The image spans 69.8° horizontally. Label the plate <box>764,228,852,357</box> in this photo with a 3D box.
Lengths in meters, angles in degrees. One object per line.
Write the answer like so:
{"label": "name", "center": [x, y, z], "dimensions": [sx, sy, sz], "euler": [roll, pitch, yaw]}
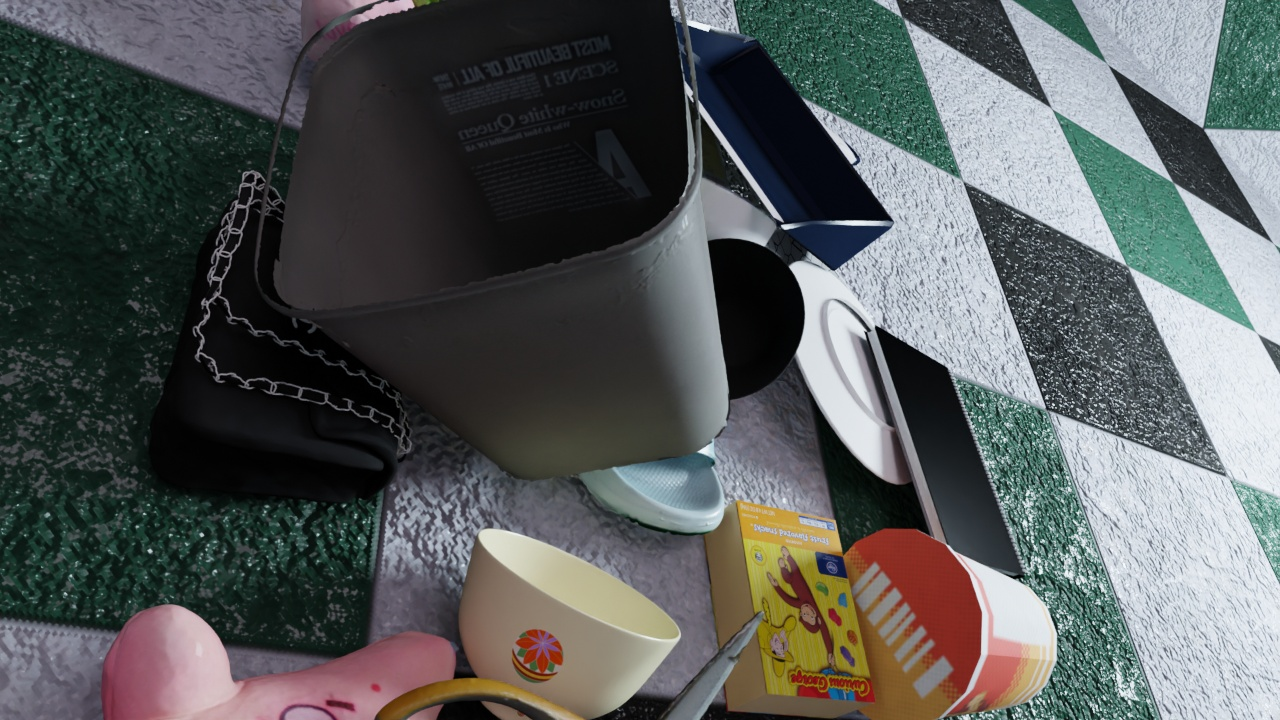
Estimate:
{"label": "plate", "center": [0.158, -0.027, 0.795], "dimensions": [0.188, 0.016, 0.188], "euler": [34, 40, -35]}

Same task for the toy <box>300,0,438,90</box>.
{"label": "toy", "center": [-0.143, -0.235, 0.694], "dimensions": [0.237, 0.088, 0.190], "euler": [3, 51, -43]}

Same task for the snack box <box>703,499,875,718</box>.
{"label": "snack box", "center": [0.096, 0.165, 0.609], "dimensions": [0.088, 0.040, 0.125], "euler": [16, 50, -29]}

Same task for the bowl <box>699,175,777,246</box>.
{"label": "bowl", "center": [0.047, -0.109, 0.746], "dimensions": [0.113, 0.063, 0.113], "euler": [27, 3, -2]}

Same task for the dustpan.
{"label": "dustpan", "center": [0.134, -0.201, 0.826], "dimensions": [0.236, 0.080, 0.272], "euler": [59, 18, 18]}

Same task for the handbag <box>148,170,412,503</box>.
{"label": "handbag", "center": [-0.171, -0.012, 0.484], "dimensions": [0.125, 0.115, 0.153], "euler": [20, 46, -31]}

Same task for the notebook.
{"label": "notebook", "center": [0.262, 0.080, 0.790], "dimensions": [0.149, 0.016, 0.206], "euler": [21, 48, -44]}

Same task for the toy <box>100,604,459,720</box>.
{"label": "toy", "center": [-0.152, 0.184, 0.367], "dimensions": [0.192, 0.097, 0.236], "euler": [59, 36, -3]}

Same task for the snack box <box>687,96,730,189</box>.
{"label": "snack box", "center": [0.015, -0.217, 0.846], "dimensions": [0.131, 0.027, 0.167], "euler": [15, 50, -31]}

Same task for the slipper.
{"label": "slipper", "center": [-0.004, 0.004, 0.630], "dimensions": [0.104, 0.074, 0.245], "euler": [5, 55, -34]}

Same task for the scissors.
{"label": "scissors", "center": [-0.023, 0.192, 0.415], "dimensions": [0.225, 0.016, 0.224], "euler": [45, 71, -21]}

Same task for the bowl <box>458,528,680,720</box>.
{"label": "bowl", "center": [-0.048, 0.148, 0.478], "dimensions": [0.118, 0.118, 0.074], "euler": [27, 88, -19]}

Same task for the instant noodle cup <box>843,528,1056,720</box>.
{"label": "instant noodle cup", "center": [0.211, 0.187, 0.632], "dimensions": [0.121, 0.124, 0.123], "euler": [19, 49, -36]}

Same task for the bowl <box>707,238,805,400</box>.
{"label": "bowl", "center": [0.069, -0.027, 0.706], "dimensions": [0.124, 0.124, 0.052], "euler": [63, 13, 18]}

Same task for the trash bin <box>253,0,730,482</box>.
{"label": "trash bin", "center": [-0.048, -0.054, 0.490], "dimensions": [0.220, 0.197, 0.197], "euler": [64, 18, -56]}

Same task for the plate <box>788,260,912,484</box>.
{"label": "plate", "center": [0.187, 0.005, 0.776], "dimensions": [0.208, 0.015, 0.208], "euler": [34, 40, -35]}
